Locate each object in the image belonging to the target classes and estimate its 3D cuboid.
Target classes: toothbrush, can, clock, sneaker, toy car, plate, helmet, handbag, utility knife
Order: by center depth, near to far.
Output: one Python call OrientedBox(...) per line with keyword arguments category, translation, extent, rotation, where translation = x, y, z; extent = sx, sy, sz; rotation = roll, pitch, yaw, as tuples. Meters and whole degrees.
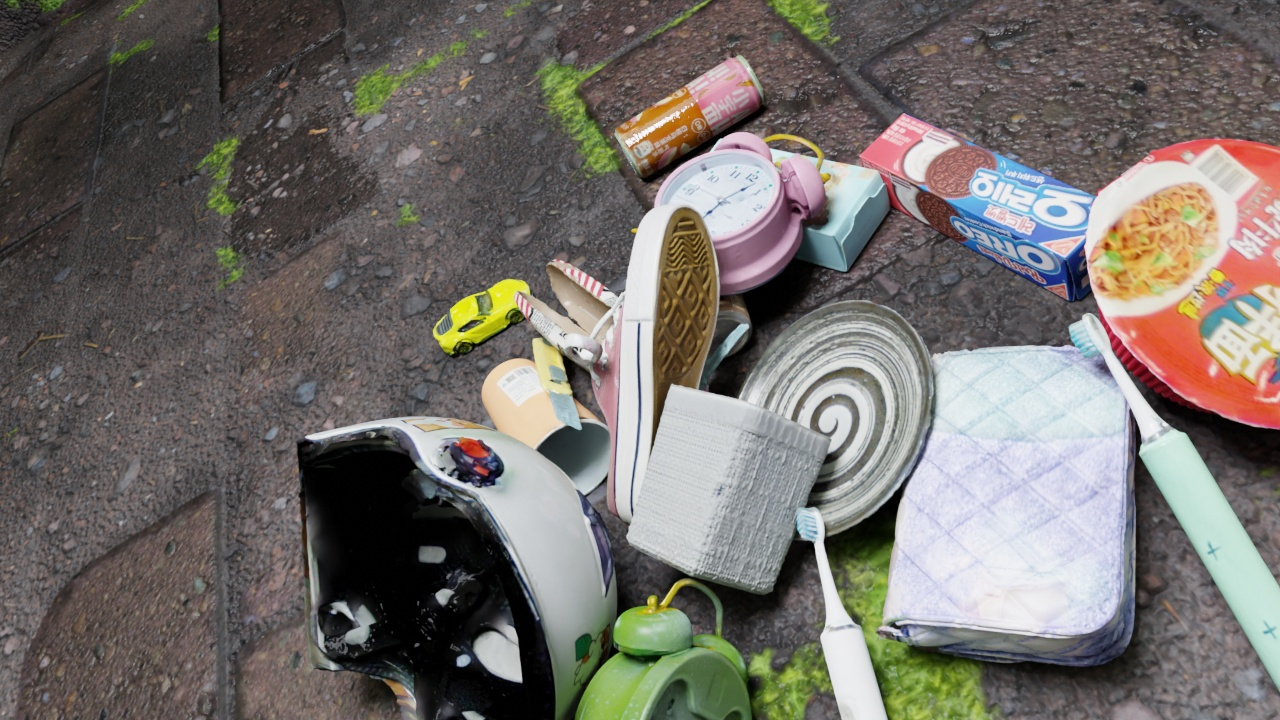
OrientedBox(category="toothbrush", translation=(0.299, 0.072, 0.498), extent=(0.026, 0.027, 0.224), rotation=(-13, 71, -35))
OrientedBox(category="toothbrush", translation=(0.127, 0.189, 0.544), extent=(0.027, 0.026, 0.220), rotation=(-43, 46, 41))
OrientedBox(category="clock", translation=(0.017, 0.212, 0.551), extent=(0.056, 0.116, 0.161), rotation=(-1, 58, 40))
OrientedBox(category="handbag", translation=(0.226, 0.086, 0.561), extent=(0.134, 0.075, 0.193), rotation=(-2, 54, 33))
OrientedBox(category="helmet", translation=(-0.113, 0.141, 0.632), extent=(0.274, 0.230, 0.156), rotation=(16, 24, 34))
OrientedBox(category="plate", translation=(0.132, 0.043, 0.649), extent=(0.180, 0.024, 0.179), rotation=(-30, 46, 37))
OrientedBox(category="sneaker", translation=(-0.004, 0.004, 0.676), extent=(0.088, 0.118, 0.241), rotation=(13, 103, 35))
OrientedBox(category="clock", translation=(0.081, -0.126, 0.736), extent=(0.158, 0.060, 0.117), rotation=(-41, 50, -13))
OrientedBox(category="utility knife", translation=(-0.069, 0.015, 0.746), extent=(0.220, 0.031, 0.022), rotation=(-112, 37, -66))
OrientedBox(category="can", translation=(0.055, -0.060, 0.775), extent=(0.058, 0.058, 0.116), rotation=(-21, 48, 13))
OrientedBox(category="toy car", translation=(-0.155, -0.047, 0.897), extent=(0.105, 0.032, 0.048), rotation=(-29, 47, 3))
OrientedBox(category="can", translation=(0.049, -0.243, 0.919), extent=(0.147, 0.058, 0.058), rotation=(-31, 47, 4))

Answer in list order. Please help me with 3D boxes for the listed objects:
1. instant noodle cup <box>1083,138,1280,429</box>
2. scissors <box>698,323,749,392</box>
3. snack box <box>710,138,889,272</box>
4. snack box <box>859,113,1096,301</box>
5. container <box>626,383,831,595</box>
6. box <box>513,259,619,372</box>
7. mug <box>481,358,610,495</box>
OrientedBox(category="instant noodle cup", translation=(0.358, -0.039, 0.559), extent=(0.194, 0.066, 0.193), rotation=(0, 68, 1))
OrientedBox(category="scissors", translation=(0.046, 0.021, 0.710), extent=(0.134, 0.017, 0.130), rotation=(-49, 55, 35))
OrientedBox(category="snack box", translation=(0.122, -0.139, 0.803), extent=(0.175, 0.051, 0.074), rotation=(23, 70, 38))
OrientedBox(category="snack box", translation=(0.266, -0.124, 0.711), extent=(0.058, 0.057, 0.207), rotation=(-44, 48, -4))
OrientedBox(category="container", translation=(0.056, 0.088, 0.619), extent=(0.090, 0.090, 0.114), rotation=(12, 80, 54))
OrientedBox(category="box", translation=(-0.055, -0.022, 0.802), extent=(0.083, 0.075, 0.163), rotation=(-36, 47, -19))
OrientedBox(category="mug", translation=(-0.083, 0.051, 0.756), extent=(0.078, 0.078, 0.123), rotation=(-41, 43, -5))
